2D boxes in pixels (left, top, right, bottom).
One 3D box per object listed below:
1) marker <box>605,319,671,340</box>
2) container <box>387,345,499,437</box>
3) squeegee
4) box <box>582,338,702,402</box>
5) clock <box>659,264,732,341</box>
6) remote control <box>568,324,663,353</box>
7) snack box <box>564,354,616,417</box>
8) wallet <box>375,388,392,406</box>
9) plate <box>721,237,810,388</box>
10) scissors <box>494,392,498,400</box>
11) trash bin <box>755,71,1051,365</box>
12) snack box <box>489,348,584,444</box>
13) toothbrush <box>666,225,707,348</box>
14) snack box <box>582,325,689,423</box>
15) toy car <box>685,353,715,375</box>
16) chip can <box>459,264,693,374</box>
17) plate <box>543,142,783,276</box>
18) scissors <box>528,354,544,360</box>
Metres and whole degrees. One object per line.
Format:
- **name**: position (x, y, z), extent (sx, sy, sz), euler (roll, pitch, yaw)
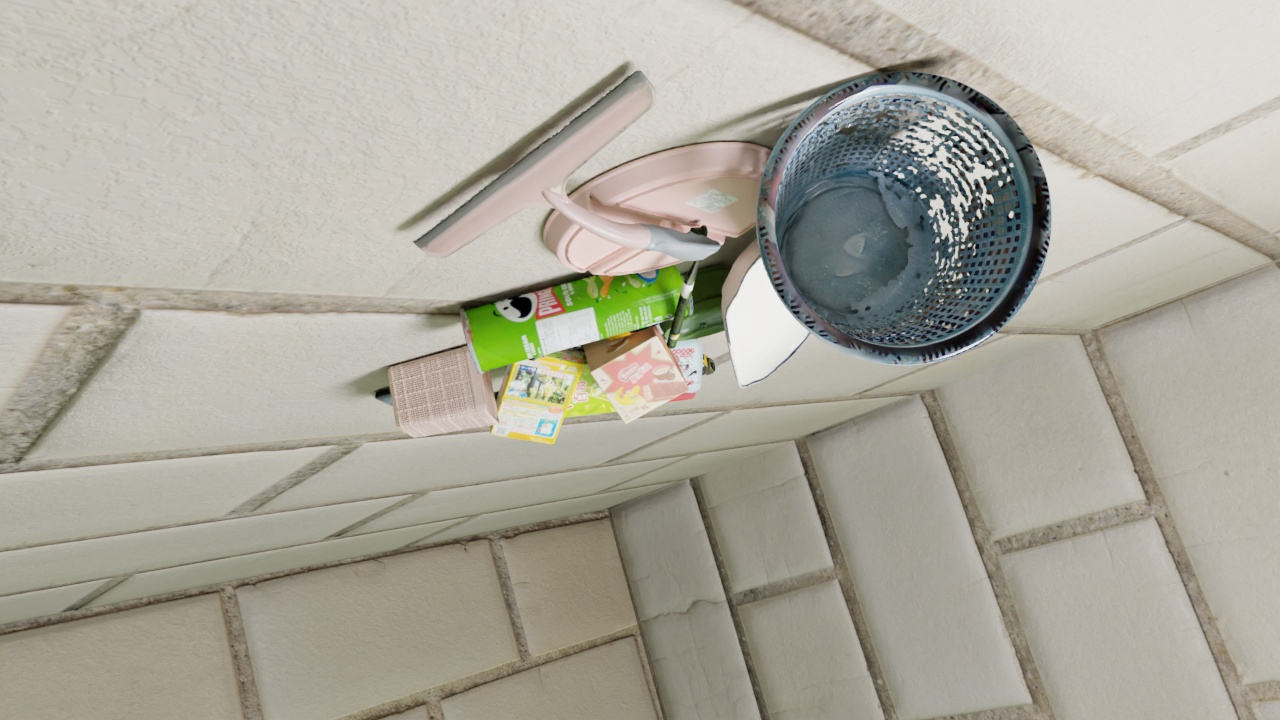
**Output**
- **marker**: position (0.002, -0.044, 1.072), extent (0.015, 0.018, 0.124), euler (-20, -177, -44)
- **container**: position (-0.238, 0.041, 1.110), extent (0.111, 0.090, 0.090), euler (-13, 167, -3)
- **squeegee**: position (-0.008, -0.109, 0.748), extent (0.248, 0.040, 0.249), euler (-28, 155, 35)
- **box**: position (-0.018, 0.014, 1.296), extent (0.201, 0.100, 0.102), euler (-6, -166, -17)
- **clock**: position (0.077, -0.065, 1.110), extent (0.116, 0.056, 0.161), euler (-15, 167, -2)
- **remote control**: position (-0.027, -0.034, 1.191), extent (0.150, 0.021, 0.058), euler (-14, 167, -9)
- **snack box**: position (-0.091, 0.034, 1.205), extent (0.156, 0.026, 0.086), euler (-6, 125, -7)
- **wallet**: position (-0.278, 0.040, 1.212), extent (0.121, 0.019, 0.097), euler (-15, 165, 2)
- **plate**: position (0.148, -0.067, 1.042), extent (0.162, 0.034, 0.266), euler (-43, 153, -10)
- **scissors**: position (-0.126, 0.048, 1.416), extent (0.233, 0.021, 0.222), euler (-4, 163, -38)
- **trash bin**: position (0.202, -0.108, 0.796), extent (0.226, 0.226, 0.195), euler (-16, 180, 0)
- **snack box**: position (-0.133, 0.042, 1.162), extent (0.087, 0.033, 0.141), euler (10, 127, -19)
- **toothbrush**: position (0.042, -0.068, 0.910), extent (0.017, 0.012, 0.186), euler (-6, 147, -13)
- **snack box**: position (-0.007, 0.007, 1.139), extent (0.093, 0.077, 0.094), euler (-29, 122, 6)
- **toy car**: position (0.062, 0.001, 1.395), extent (0.071, 0.041, 0.155), euler (-20, 160, 19)
- **chip can**: position (-0.066, -0.049, 0.966), extent (0.236, 0.072, 0.072), euler (-15, 167, -4)
- **plate**: position (0.025, -0.130, 0.842), extent (0.229, 0.028, 0.230), euler (-15, 166, -4)
- **scissors**: position (-0.067, -0.037, 1.057), extent (0.180, 0.019, 0.171), euler (-27, 179, -43)
